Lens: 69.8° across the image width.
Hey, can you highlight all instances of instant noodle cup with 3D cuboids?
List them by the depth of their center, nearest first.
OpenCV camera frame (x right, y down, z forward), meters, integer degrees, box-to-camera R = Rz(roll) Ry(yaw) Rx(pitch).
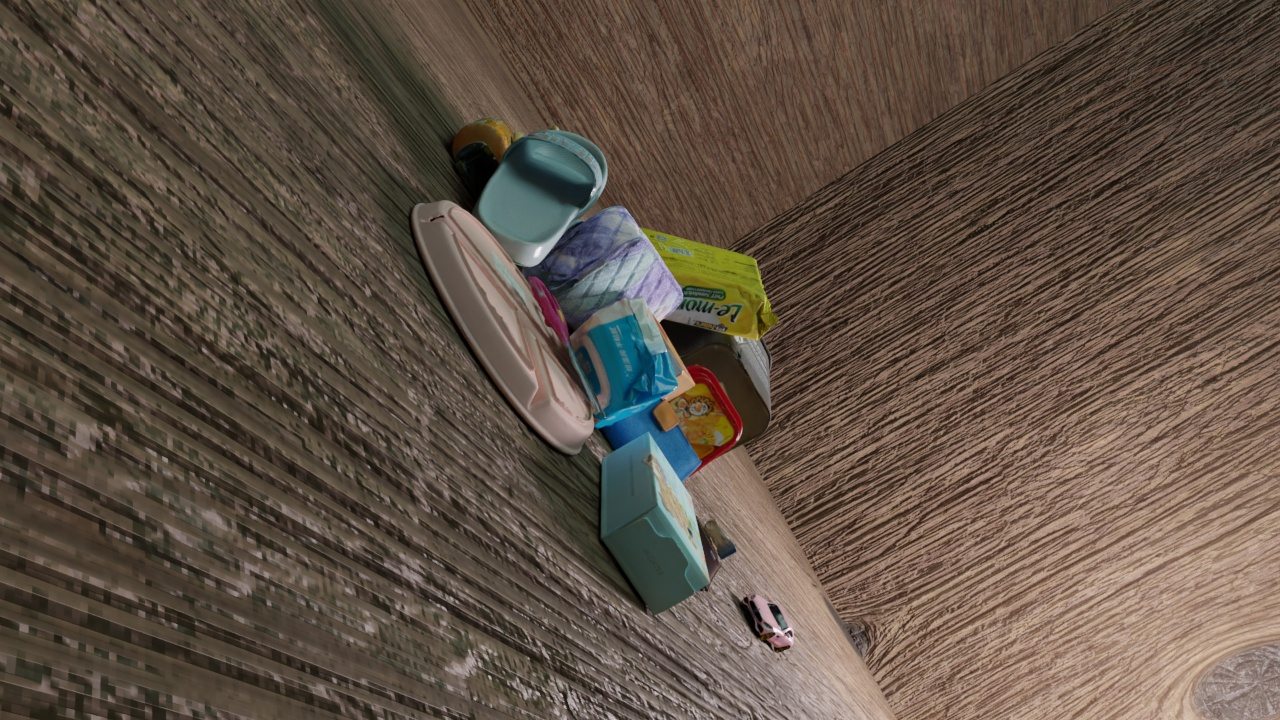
[{"bbox_3d":[0.045,0.066,1.124,0.116,0.116,0.123,57,-5,-18],"label":"instant noodle cup"}]

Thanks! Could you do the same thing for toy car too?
[{"bbox_3d":[-0.160,-0.185,0.962,0.090,0.042,0.035,60,-6,-1],"label":"toy car"},{"bbox_3d":[0.159,0.317,1.113,0.056,0.037,0.122,61,7,36],"label":"toy car"}]

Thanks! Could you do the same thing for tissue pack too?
[{"bbox_3d":[-0.023,0.006,0.814,0.090,0.063,0.140,69,-22,6],"label":"tissue pack"}]

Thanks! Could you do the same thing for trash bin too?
[{"bbox_3d":[0.083,0.020,1.299,0.199,0.199,0.219,57,12,-18],"label":"trash bin"}]

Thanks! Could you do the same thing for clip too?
[{"bbox_3d":[0.100,0.225,1.157,0.029,0.024,0.056,59,0,-36],"label":"clip"}]

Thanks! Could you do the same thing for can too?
[{"bbox_3d":[-0.176,-0.244,1.042,0.058,0.058,0.146,57,6,-17],"label":"can"}]

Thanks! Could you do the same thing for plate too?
[{"bbox_3d":[-0.100,-0.030,0.721,0.229,0.028,0.229,57,5,-9],"label":"plate"}]

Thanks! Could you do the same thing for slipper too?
[{"bbox_3d":[-0.095,-0.176,0.900,0.104,0.074,0.244,30,36,-6],"label":"slipper"}]

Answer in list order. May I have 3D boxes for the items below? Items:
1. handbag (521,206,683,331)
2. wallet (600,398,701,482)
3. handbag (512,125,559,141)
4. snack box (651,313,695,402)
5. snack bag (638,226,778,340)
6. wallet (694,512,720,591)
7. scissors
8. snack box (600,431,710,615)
[{"bbox_3d":[-0.038,-0.087,1.029,0.075,0.134,0.194,57,4,25],"label":"handbag"},{"bbox_3d":[0.003,0.071,0.925,0.133,0.040,0.106,59,30,0],"label":"wallet"},{"bbox_3d":[-0.097,-0.174,1.109,0.179,0.063,0.163,59,26,-67],"label":"handbag"},{"bbox_3d":[-0.006,0.006,1.023,0.094,0.093,0.077,60,5,18],"label":"snack box"},{"bbox_3d":[0.056,-0.110,1.221,0.157,0.246,0.068,-89,-167,-61],"label":"snack bag"},{"bbox_3d":[0.050,0.186,0.950,0.096,0.020,0.122,60,8,7],"label":"wallet"},{"bbox_3d":[-0.059,-0.009,0.770,0.136,0.017,0.105,63,-1,-5],"label":"scissors"},{"bbox_3d":[0.008,0.123,0.730,0.074,0.052,0.174,57,6,-13],"label":"snack box"}]
